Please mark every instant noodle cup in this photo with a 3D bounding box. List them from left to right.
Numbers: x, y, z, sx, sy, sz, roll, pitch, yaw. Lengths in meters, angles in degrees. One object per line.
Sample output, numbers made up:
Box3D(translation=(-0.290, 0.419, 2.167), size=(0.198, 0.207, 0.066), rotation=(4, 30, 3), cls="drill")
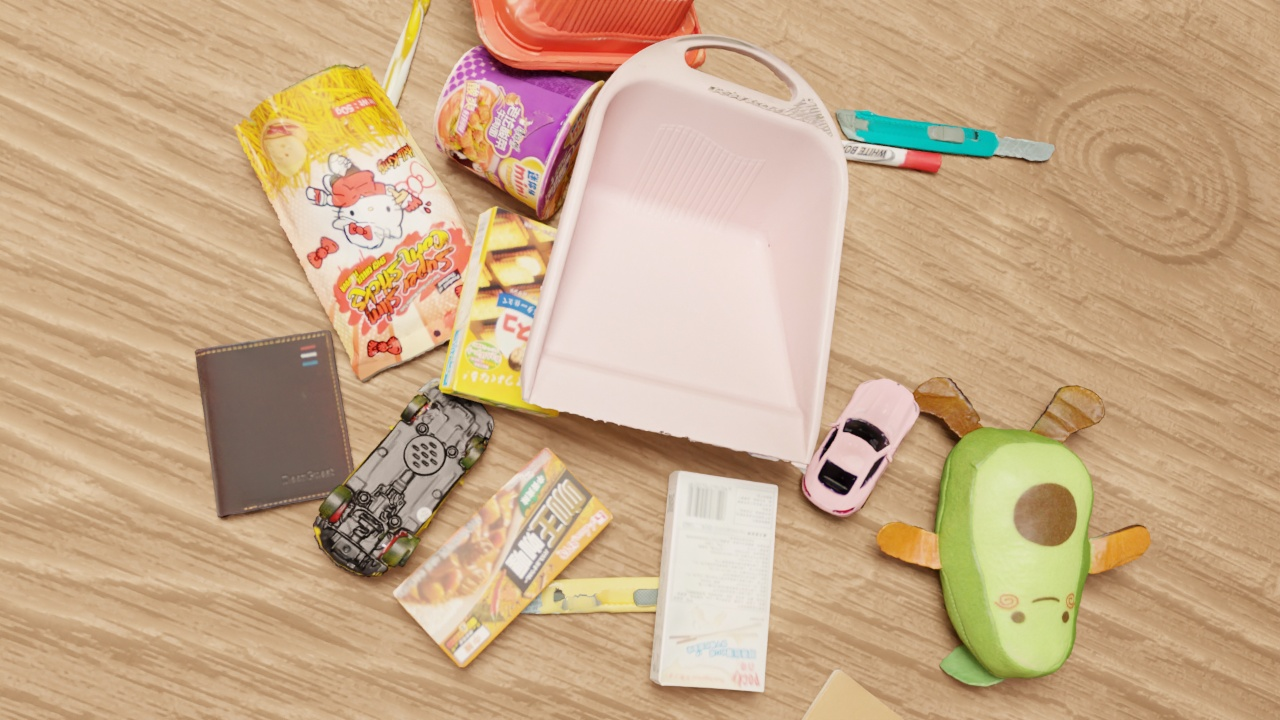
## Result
Box3D(translation=(-0.092, -0.173, 0.679), size=(0.099, 0.112, 0.111), rotation=(25, 80, 1), cls="instant noodle cup")
Box3D(translation=(-0.035, -0.291, 0.647), size=(0.188, 0.079, 0.164), rotation=(-11, 80, -31), cls="instant noodle cup")

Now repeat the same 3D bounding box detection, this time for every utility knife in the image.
Box3D(translation=(-0.014, 0.182, 0.703), size=(0.165, 0.018, 0.031), rotation=(1, 78, -7), cls="utility knife")
Box3D(translation=(0.266, -0.194, 0.794), size=(0.205, 0.013, 0.029), rotation=(5, 84, -11), cls="utility knife")

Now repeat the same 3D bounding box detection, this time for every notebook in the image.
Box3D(translation=(0.152, 0.370, 0.716), size=(0.148, 0.008, 0.207), rotation=(38, 79, -5), cls="notebook")

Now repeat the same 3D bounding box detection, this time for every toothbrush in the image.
Box3D(translation=(-0.172, -0.276, 0.714), size=(0.016, 0.018, 0.191), rotation=(17, 81, -7), cls="toothbrush")

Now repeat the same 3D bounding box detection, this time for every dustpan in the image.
Box3D(translation=(0.046, -0.087, 0.643), size=(0.222, 0.139, 0.272), rotation=(11, 55, -19), cls="dustpan")

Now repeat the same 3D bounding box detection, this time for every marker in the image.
Box3D(translation=(0.184, -0.176, 0.774), size=(0.145, 0.017, 0.017), rotation=(5, 83, -11), cls="marker")

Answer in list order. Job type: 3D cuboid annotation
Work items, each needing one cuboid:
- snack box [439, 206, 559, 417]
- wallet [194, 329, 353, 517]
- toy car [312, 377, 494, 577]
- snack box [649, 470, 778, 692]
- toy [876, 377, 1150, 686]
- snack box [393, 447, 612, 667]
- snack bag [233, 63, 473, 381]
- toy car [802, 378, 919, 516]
Box3D(translation=(-0.091, -0.034, 0.683), size=(0.086, 0.034, 0.140), rotation=(18, 81, -31), cls="snack box")
Box3D(translation=(-0.263, 0.045, 0.664), size=(0.096, 0.020, 0.122), rotation=(-9, 88, -12), cls="wallet")
Box3D(translation=(-0.167, 0.085, 0.665), size=(0.071, 0.041, 0.155), rotation=(38, 69, -5), cls="toy car")
Box3D(translation=(0.057, 0.167, 0.698), size=(0.084, 0.027, 0.156), rotation=(10, 77, -15), cls="snack box")
Box3D(translation=(0.296, 0.134, 0.727), size=(0.227, 0.090, 0.246), rotation=(2, 80, -1), cls="toy")
Box3D(translation=(-0.100, 0.143, 0.677), size=(0.153, 0.026, 0.075), rotation=(-44, 87, -13), cls="snack box")
Box3D(translation=(-0.198, -0.103, 0.676), size=(0.128, 0.073, 0.208), rotation=(-29, 97, -13), cls="snack bag")
Box3D(translation=(0.175, 0.067, 0.729), size=(0.056, 0.037, 0.122), rotation=(31, 77, 19), cls="toy car")
